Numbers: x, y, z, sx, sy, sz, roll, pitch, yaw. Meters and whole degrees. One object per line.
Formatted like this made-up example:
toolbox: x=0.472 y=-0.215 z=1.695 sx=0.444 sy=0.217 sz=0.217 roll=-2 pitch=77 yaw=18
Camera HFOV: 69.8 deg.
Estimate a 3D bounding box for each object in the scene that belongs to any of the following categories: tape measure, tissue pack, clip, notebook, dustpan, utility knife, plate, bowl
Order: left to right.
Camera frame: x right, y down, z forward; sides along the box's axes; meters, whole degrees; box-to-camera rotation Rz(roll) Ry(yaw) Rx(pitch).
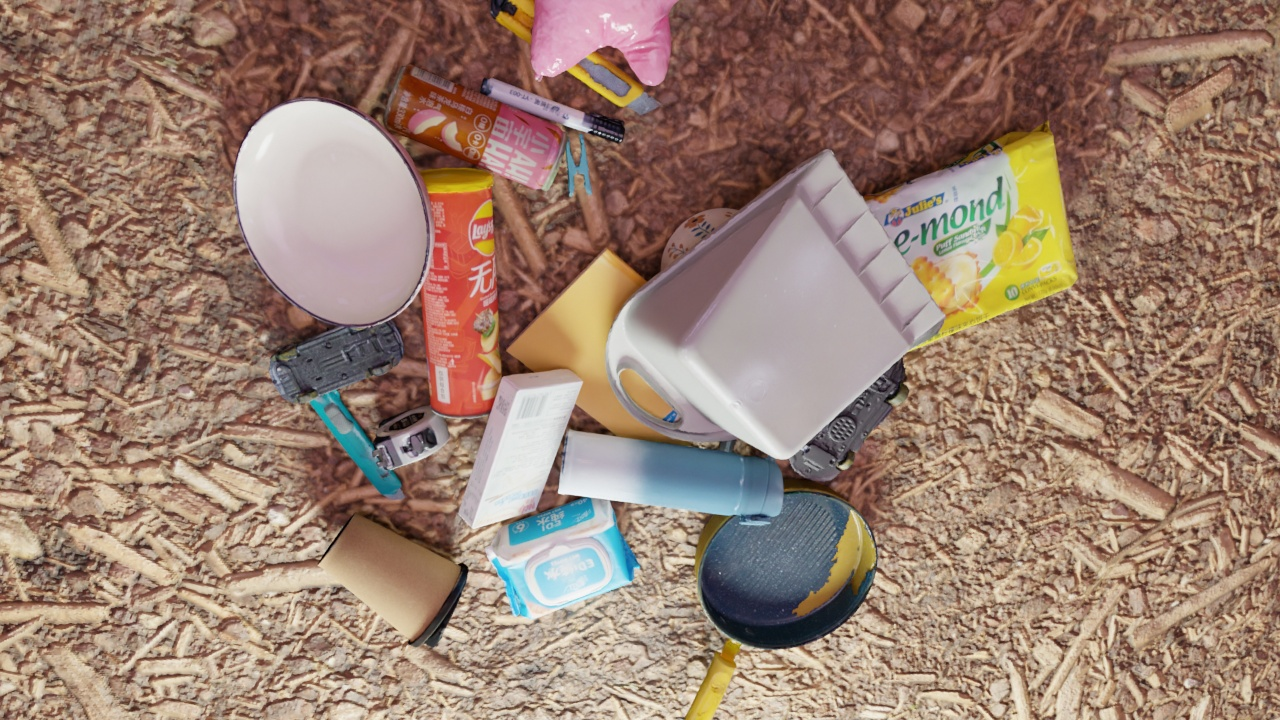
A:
plate: x=-0.251 y=-0.124 z=0.769 sx=0.193 sy=0.038 sz=0.193 roll=8 pitch=115 yaw=18
utility knife: x=-0.275 y=0.075 z=0.882 sx=0.029 sy=0.013 sz=0.160 roll=-29 pitch=112 yaw=3
tape measure: x=-0.214 y=0.071 z=0.862 sx=0.066 sy=0.065 sz=0.033 roll=-20 pitch=110 yaw=0
tissue pack: x=-0.078 y=0.202 z=0.934 sx=0.140 sy=0.063 sz=0.090 roll=-19 pitch=112 yaw=-1
utility knife: x=-0.055 y=-0.263 z=0.786 sx=0.173 sy=0.015 sz=0.033 roll=31 pitch=106 yaw=-18
clip: x=-0.056 y=-0.174 z=0.821 sx=0.046 sy=0.014 sz=0.057 roll=-8 pitch=113 yaw=-4
notebook: x=-0.005 y=0.005 z=0.883 sx=0.206 sy=0.010 sz=0.146 roll=39 pitch=113 yaw=-20
bowl: x=0.080 y=-0.080 z=0.853 sx=0.113 sy=0.062 sz=0.113 roll=-3 pitch=112 yaw=-9
dustpan: x=0.102 y=-0.028 z=0.840 sx=0.257 sy=0.143 sz=0.222 roll=-48 pitch=120 yaw=-6

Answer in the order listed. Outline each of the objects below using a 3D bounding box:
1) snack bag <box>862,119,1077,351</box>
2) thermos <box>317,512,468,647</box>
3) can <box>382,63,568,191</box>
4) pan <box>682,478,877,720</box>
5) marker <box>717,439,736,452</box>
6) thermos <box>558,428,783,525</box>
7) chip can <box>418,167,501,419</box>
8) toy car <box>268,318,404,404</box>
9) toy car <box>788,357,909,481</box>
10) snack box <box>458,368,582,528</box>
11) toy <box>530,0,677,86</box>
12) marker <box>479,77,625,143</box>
snack bag: x=0.288 y=-0.108 z=0.870 sx=0.246 sy=0.068 sz=0.158 roll=-22 pitch=113 yaw=0
thermos: x=-0.240 y=0.215 z=0.905 sx=0.143 sy=0.093 sz=0.093 roll=36 pitch=102 yaw=-11
can: x=-0.138 y=-0.196 z=0.776 sx=0.147 sy=0.058 sz=0.058 roll=20 pitch=106 yaw=-15
pan: x=0.115 y=0.290 z=0.990 sx=0.197 sy=0.078 sz=0.358 roll=29 pitch=104 yaw=-17
marker: x=0.097 y=0.053 z=0.931 sx=0.018 sy=0.015 sz=0.124 roll=9 pitch=110 yaw=-9
thermos: x=0.030 y=0.115 z=0.900 sx=0.220 sy=0.070 sz=0.070 roll=9 pitch=109 yaw=-3
chip can: x=-0.161 y=-0.058 z=0.818 sx=0.073 sy=0.073 sz=0.217 roll=-3 pitch=111 yaw=-8
toy car: x=-0.276 y=-0.003 z=0.838 sx=0.120 sy=0.036 sz=0.054 roll=-22 pitch=110 yaw=-4
toy car: x=0.208 y=0.053 z=0.933 sx=0.070 sy=0.042 sz=0.158 roll=32 pitch=102 yaw=-18
snack box: x=-0.114 y=0.083 z=0.870 sx=0.084 sy=0.027 sz=0.157 roll=-8 pitch=127 yaw=-49
toy: x=-0.044 y=-0.309 z=0.739 sx=0.194 sy=0.074 sz=0.178 roll=33 pitch=97 yaw=-15
marker: x=-0.075 y=-0.219 z=0.800 sx=0.130 sy=0.018 sz=0.022 roll=17 pitch=82 yaw=-15
